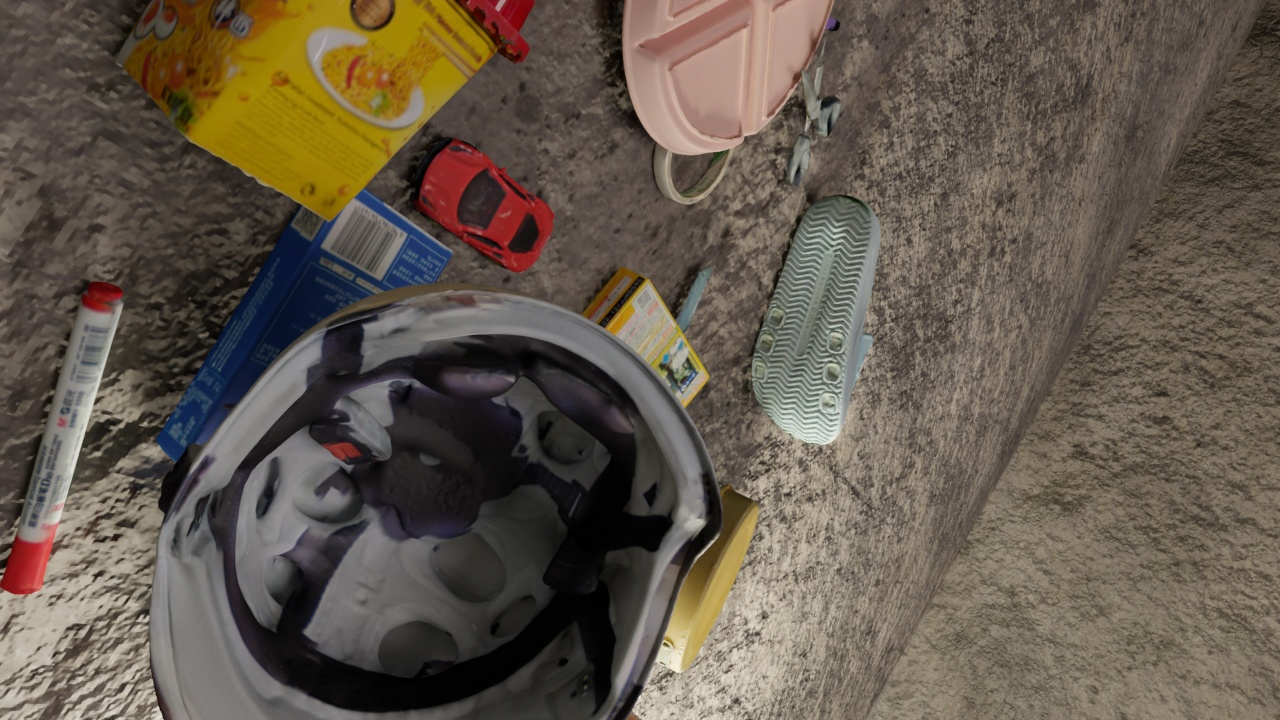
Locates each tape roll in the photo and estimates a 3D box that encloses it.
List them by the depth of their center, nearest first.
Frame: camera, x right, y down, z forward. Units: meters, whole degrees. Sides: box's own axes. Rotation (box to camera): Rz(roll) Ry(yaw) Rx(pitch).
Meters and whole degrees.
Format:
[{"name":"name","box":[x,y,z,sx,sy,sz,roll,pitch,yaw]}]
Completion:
[{"name":"tape roll","box":[0.041,-0.158,0.677,0.085,0.014,0.086,-36,141,-36]}]

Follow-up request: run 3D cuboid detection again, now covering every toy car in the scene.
[{"name":"toy car","box":[-0.088,-0.087,0.527,0.049,0.031,0.106,-61,147,-3]}]

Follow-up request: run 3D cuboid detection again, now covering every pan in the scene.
[{"name":"pan","box":[0.012,0.267,0.902,0.356,0.078,0.198,-53,158,-39]}]

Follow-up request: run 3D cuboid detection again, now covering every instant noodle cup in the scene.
[{"name":"instant noodle cup","box":[-0.127,-0.134,0.363,0.124,0.116,0.116,-51,149,3]}]

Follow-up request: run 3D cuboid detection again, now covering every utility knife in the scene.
[{"name":"utility knife","box":[0.012,0.020,0.773,0.033,0.015,0.223,11,105,-57]}]

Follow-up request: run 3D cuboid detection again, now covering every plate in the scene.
[{"name":"plate","box":[0.072,-0.243,0.603,0.228,0.028,0.230,-37,144,-34]}]

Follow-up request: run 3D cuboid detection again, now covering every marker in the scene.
[{"name":"marker","box":[-0.250,0.035,0.397,0.017,0.017,0.145,6,109,-57]}]

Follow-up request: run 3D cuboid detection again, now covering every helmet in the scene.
[{"name":"helmet","box":[-0.101,0.078,0.447,0.229,0.146,0.259,29,99,-20]}]

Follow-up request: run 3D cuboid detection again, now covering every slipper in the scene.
[{"name":"slipper","box":[0.178,-0.039,0.896,0.074,0.104,0.246,-14,119,-54]}]

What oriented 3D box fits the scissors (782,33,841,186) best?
[{"name":"scissors","box":[0.142,-0.206,0.749,0.163,0.014,0.164,-43,157,-45]}]

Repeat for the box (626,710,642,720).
[{"name":"box","box":[-0.067,0.153,0.605,0.135,0.180,0.270,-29,135,-43]}]

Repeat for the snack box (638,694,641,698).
[{"name":"snack box","box":[-0.029,0.193,0.770,0.105,0.118,0.118,-51,149,-36]}]

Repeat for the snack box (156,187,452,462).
[{"name":"snack box","box":[-0.168,-0.010,0.472,0.157,0.026,0.084,-60,149,-3]}]

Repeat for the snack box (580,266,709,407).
[{"name":"snack box","box":[-0.004,0.004,0.704,0.086,0.034,0.140,-51,139,-12]}]

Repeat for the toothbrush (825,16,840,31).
[{"name":"toothbrush","box":[0.115,-0.267,0.698,0.188,0.017,0.014,-13,135,-53]}]
